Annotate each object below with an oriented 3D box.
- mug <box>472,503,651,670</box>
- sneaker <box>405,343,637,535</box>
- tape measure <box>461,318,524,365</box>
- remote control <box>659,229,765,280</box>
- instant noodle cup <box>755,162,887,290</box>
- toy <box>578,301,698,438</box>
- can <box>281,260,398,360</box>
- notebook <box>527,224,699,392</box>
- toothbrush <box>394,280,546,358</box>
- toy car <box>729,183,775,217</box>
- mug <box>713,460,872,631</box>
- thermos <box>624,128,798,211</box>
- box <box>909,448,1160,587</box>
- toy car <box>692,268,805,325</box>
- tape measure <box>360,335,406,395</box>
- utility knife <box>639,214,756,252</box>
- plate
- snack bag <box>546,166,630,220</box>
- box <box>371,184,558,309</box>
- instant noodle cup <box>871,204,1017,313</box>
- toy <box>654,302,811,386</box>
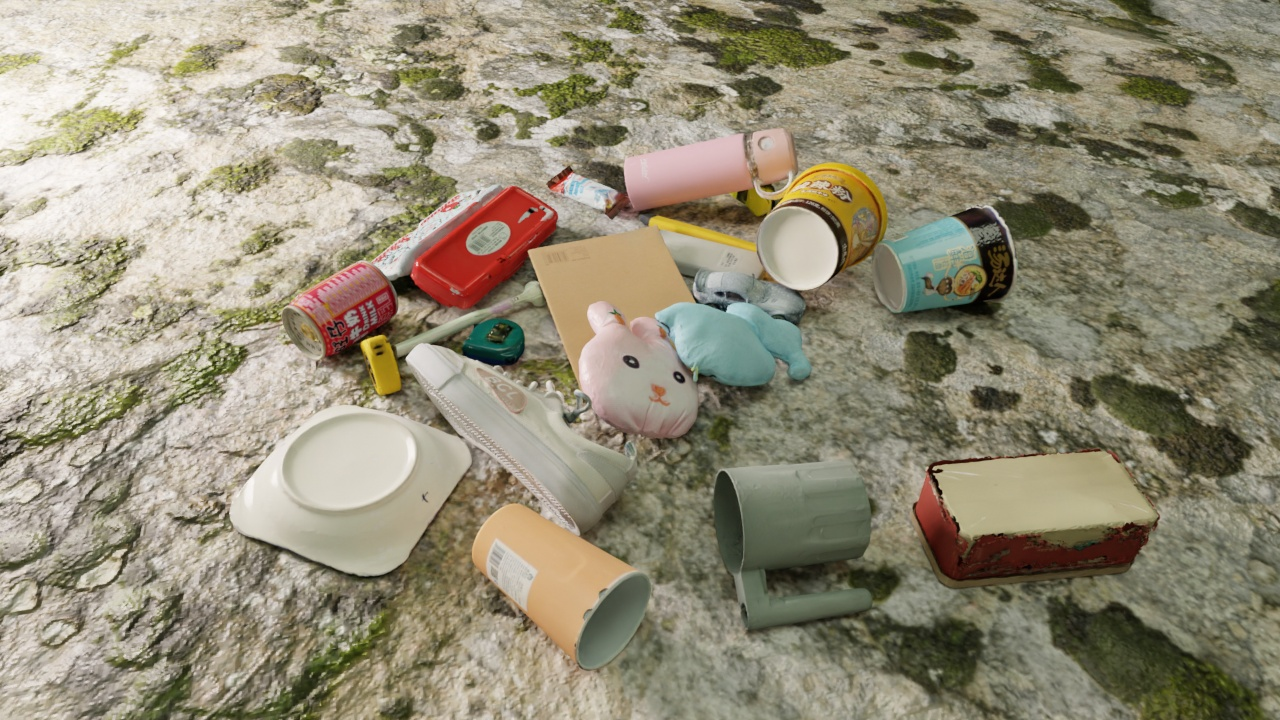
[{"bbox_3d":[-0.063,0.160,0.674,0.123,0.078,0.078,27,46,32],"label":"mug"},{"bbox_3d":[-0.102,0.042,0.786,0.242,0.090,0.090,36,66,27],"label":"sneaker"},{"bbox_3d":[-0.142,-0.020,0.907,0.058,0.025,0.054,12,43,8],"label":"tape measure"},{"bbox_3d":[0.073,-0.113,1.031,0.135,0.019,0.056,15,43,13],"label":"remote control"},{"bbox_3d":[0.189,-0.139,0.983,0.118,0.119,0.114,25,39,22],"label":"instant noodle cup"},{"bbox_3d":[-0.005,0.005,0.844,0.121,0.054,0.159,17,39,-27],"label":"toy"},{"bbox_3d":[-0.294,-0.048,0.898,0.066,0.067,0.093,27,46,25],"label":"can"},{"bbox_3d":[-0.018,-0.058,0.948,0.149,0.012,0.211,-12,51,-15],"label":"notebook"},{"bbox_3d":[-0.180,-0.037,0.930,0.189,0.020,0.029,-26,81,-27],"label":"toothbrush"},{"bbox_3d":[0.131,-0.214,1.128,0.032,0.048,0.105,-16,45,-20],"label":"toy car"},{"bbox_3d":[0.120,0.140,0.712,0.103,0.084,0.123,-5,69,-11],"label":"mug"},{"bbox_3d":[0.084,-0.217,1.079,0.199,0.067,0.087,-7,71,15],"label":"thermos"},{"bbox_3d":[0.316,0.121,0.736,0.168,0.078,0.091,-4,41,-7],"label":"box"},{"bbox_3d":[0.115,-0.068,0.972,0.121,0.037,0.054,12,41,5],"label":"toy car"},{"bbox_3d":[-0.237,0.002,0.851,0.028,0.057,0.060,-18,6,-20],"label":"tape measure"},{"bbox_3d":[0.069,-0.145,1.068,0.154,0.015,0.033,19,23,17],"label":"utility knife"},{"bbox_3d":[-0.241,0.093,0.766,0.164,0.034,0.163,15,43,13],"label":"plate"},{"bbox_3d":[-0.062,-0.206,1.125,0.104,0.026,0.048,29,60,27],"label":"snack bag"},{"bbox_3d":[-0.198,-0.135,1.014,0.160,0.065,0.200,16,42,20],"label":"box"},{"bbox_3d":[0.317,-0.100,0.978,0.120,0.111,0.111,-15,44,-8],"label":"instant noodle cup"},{"bbox_3d":[0.091,-0.016,0.882,0.161,0.050,0.155,30,34,-1],"label":"toy"}]
